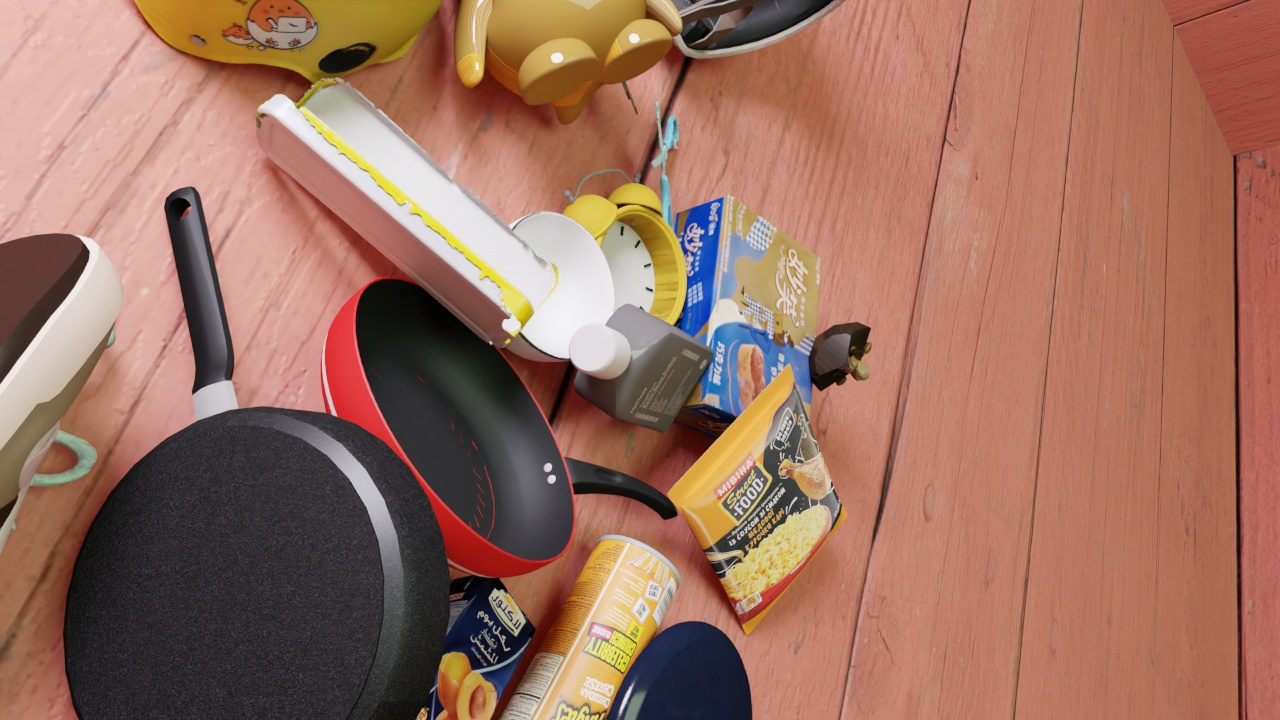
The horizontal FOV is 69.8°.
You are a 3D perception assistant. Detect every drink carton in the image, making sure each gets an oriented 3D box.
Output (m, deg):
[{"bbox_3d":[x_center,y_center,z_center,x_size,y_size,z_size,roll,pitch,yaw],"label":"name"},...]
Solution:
[{"bbox_3d":[-0.122,0.204,0.604,0.064,0.040,0.129,60,31,-20],"label":"drink carton"}]

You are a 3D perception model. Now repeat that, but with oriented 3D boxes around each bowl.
[{"bbox_3d":[-0.080,-0.051,0.702,0.113,0.063,0.113,11,75,-43],"label":"bowl"}]

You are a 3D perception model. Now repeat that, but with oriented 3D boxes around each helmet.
[{"bbox_3d":[0.089,-0.385,0.832,0.233,0.234,0.253,-15,83,-61],"label":"helmet"},{"bbox_3d":[-0.200,-0.296,0.574,0.239,0.140,0.209,-9,89,-46],"label":"helmet"}]

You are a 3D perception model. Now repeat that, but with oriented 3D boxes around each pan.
[{"bbox_3d":[-0.221,0.054,0.480,0.044,0.204,0.355,42,27,-70],"label":"pan"},{"bbox_3d":[-0.013,0.310,0.635,0.355,0.021,0.199,-11,99,-52],"label":"pan"},{"bbox_3d":[-0.080,0.071,0.644,0.356,0.067,0.208,39,22,-51],"label":"pan"}]

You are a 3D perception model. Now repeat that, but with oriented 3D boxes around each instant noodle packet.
[{"bbox_3d":[0.115,0.132,0.831,0.159,0.032,0.221,-44,131,-20],"label":"instant noodle packet"}]

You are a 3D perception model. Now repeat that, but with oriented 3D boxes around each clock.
[{"bbox_3d":[-0.015,-0.087,0.787,0.113,0.052,0.152,-26,105,-45],"label":"clock"}]

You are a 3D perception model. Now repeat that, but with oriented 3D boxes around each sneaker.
[{"bbox_3d":[-0.312,0.080,0.403,0.293,0.112,0.116,-66,151,-28],"label":"sneaker"}]

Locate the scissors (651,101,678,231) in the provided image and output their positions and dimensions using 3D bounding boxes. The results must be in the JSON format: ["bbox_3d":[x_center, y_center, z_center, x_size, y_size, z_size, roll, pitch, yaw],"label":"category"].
[{"bbox_3d":[0.023,-0.174,0.841,0.134,0.015,0.136,-55,144,-63],"label":"scissors"}]

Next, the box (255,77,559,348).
[{"bbox_3d":[-0.145,-0.099,0.590,0.209,0.080,0.079,41,79,-8],"label":"box"}]

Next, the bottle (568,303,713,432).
[{"bbox_3d":[-0.004,0.004,0.710,0.084,0.046,0.173,-59,158,3],"label":"bottle"}]

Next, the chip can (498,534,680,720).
[{"bbox_3d":[-0.047,0.237,0.671,0.075,0.075,0.214,51,50,-26],"label":"chip can"}]

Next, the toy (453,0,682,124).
[{"bbox_3d":[-0.076,-0.304,0.699,0.198,0.163,0.203,-24,88,-27],"label":"toy"}]

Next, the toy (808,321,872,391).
[{"bbox_3d":[0.197,-0.002,0.885,0.062,0.076,0.100,41,13,20],"label":"toy"}]

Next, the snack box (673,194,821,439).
[{"bbox_3d":[0.097,-0.029,0.873,0.155,0.069,0.202,25,65,-41],"label":"snack box"}]

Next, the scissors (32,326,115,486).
[{"bbox_3d":[-0.344,0.000,0.447,0.170,0.028,0.138,38,61,-38],"label":"scissors"}]
